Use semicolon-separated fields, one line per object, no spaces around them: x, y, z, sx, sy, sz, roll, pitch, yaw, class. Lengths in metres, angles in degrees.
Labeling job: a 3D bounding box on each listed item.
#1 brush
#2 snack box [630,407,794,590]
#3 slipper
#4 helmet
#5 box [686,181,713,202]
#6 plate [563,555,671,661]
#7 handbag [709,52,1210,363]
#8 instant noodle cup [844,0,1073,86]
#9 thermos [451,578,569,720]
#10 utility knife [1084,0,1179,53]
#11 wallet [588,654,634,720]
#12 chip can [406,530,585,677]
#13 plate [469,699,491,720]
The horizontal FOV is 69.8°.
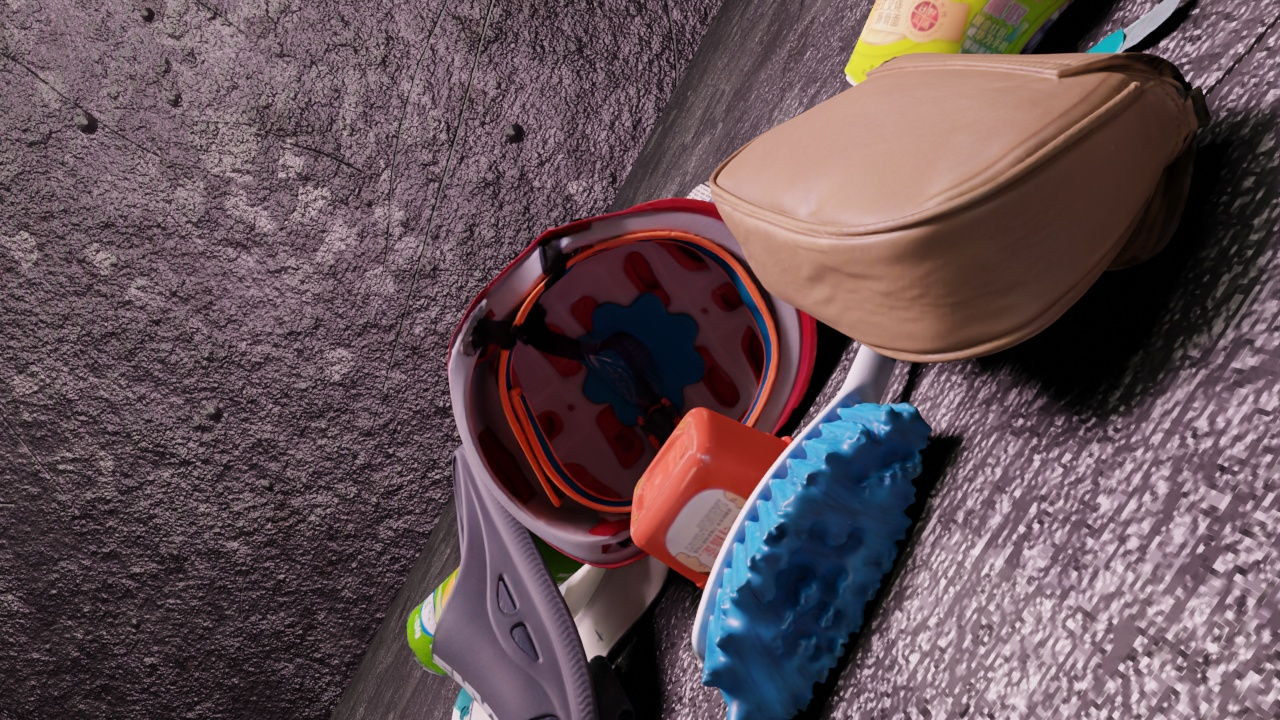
0.110;0.022;0.448;0.314;0.060;0.109;-60;7;-3;brush
0.044;0.080;0.519;0.091;0.080;0.081;-57;13;23;snack box
-0.100;0.170;0.602;0.111;0.083;0.268;101;150;-46;slipper
-0.004;0.004;0.626;0.240;0.207;0.144;-37;4;2;helmet
0.047;-0.055;0.716;0.075;0.086;0.162;2;-65;-54;box
-0.024;0.169;0.739;0.165;0.034;0.163;-56;11;24;plate
0.123;-0.070;0.398;0.147;0.100;0.204;-34;25;-3;handbag
0.179;-0.195;0.513;0.124;0.111;0.111;-61;10;26;instant noodle cup
-0.099;0.235;0.829;0.224;0.073;0.073;-65;11;-15;thermos
0.205;-0.133;0.480;0.029;0.013;0.183;-66;12;-25;utility knife
-0.043;0.270;0.620;0.121;0.019;0.097;-65;11;-3;wallet
-0.104;0.173;0.738;0.237;0.072;0.072;-46;18;31;chip can
-0.108;0.313;0.675;0.205;0.045;0.205;-163;91;-79;plate
